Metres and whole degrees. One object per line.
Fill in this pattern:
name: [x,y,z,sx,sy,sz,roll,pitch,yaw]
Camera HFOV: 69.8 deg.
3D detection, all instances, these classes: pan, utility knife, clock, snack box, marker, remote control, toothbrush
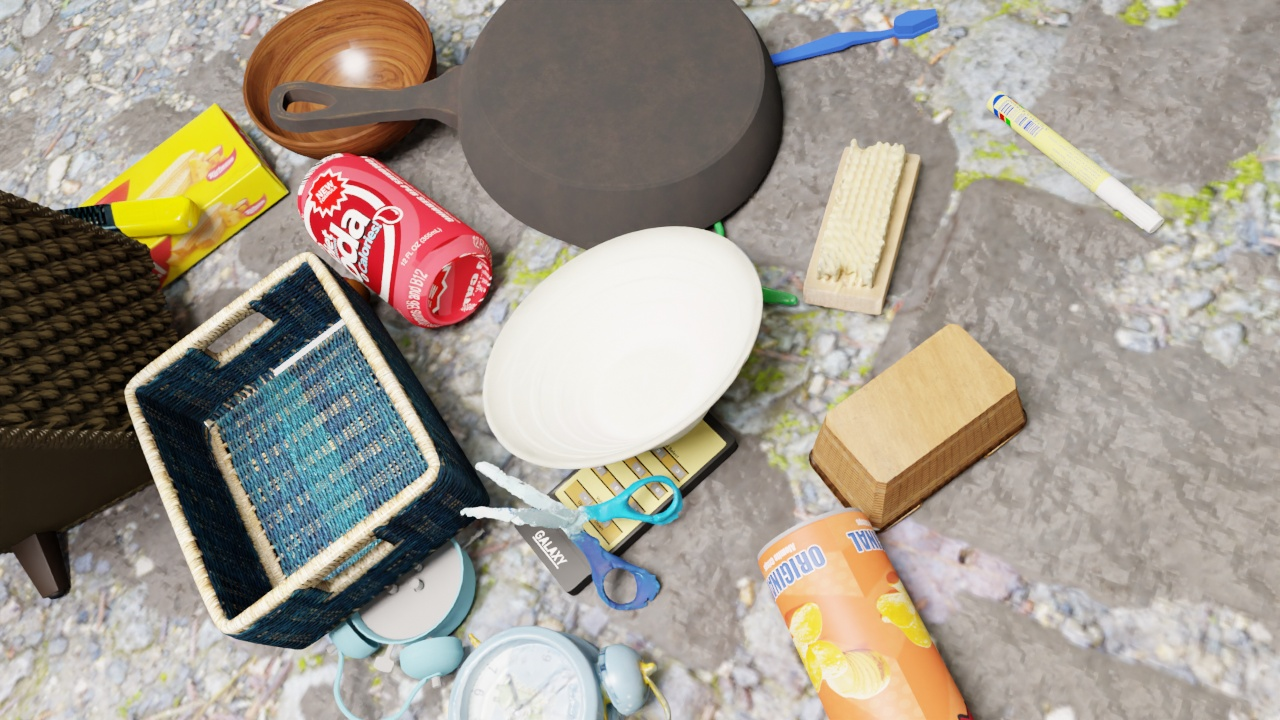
pan: [-0.079,-0.185,0.625,0.356,0.043,0.248,-1,68,0]
utility knife: [-0.411,-0.105,0.693,0.171,0.020,0.028,-1,64,13]
clock: [-0.141,0.149,0.536,0.087,0.042,0.123,10,67,19]
snack box: [-0.386,-0.108,0.724,0.200,0.042,0.092,-39,62,-5]
marker: [0.267,-0.125,0.570,0.014,0.014,0.132,-36,61,-3]
remote control: [-0.009,0.075,0.551,0.133,0.013,0.058,-42,62,-7]
toothbrush: [0.118,-0.222,0.658,0.187,0.011,0.016,-11,63,10]
clock: [-0.044,0.188,0.485,0.125,0.052,0.088,8,66,19]

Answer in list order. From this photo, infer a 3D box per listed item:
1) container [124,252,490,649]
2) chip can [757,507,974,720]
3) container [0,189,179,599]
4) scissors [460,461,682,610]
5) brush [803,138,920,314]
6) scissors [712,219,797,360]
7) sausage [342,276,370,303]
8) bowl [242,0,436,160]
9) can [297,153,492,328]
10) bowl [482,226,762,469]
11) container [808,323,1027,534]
container: [-0.195,0.050,0.535,0.145,0.071,0.187,-38,61,-2]
chip can: [0.127,0.178,0.437,0.062,0.062,0.210,-25,61,3]
container: [-0.396,0.029,0.506,0.176,0.321,0.205,-29,84,0]
scissors: [-0.041,0.100,0.505,0.135,0.016,0.086,10,89,-22]
brush: [0.139,-0.088,0.573,0.049,0.039,0.117,12,68,21]
scissors: [0.035,-0.045,0.596,0.119,0.012,0.128,-26,60,4]
sausage: [-0.217,0.013,0.623,0.040,0.040,0.155,-1,65,15]
bowl: [-0.220,-0.205,0.708,0.147,0.069,0.147,-4,65,8]
can: [-0.170,-0.084,0.636,0.142,0.074,0.074,36,79,27]
bowl: [-0.003,0.003,0.544,0.177,0.058,0.176,-17,45,18]
container: [0.151,0.034,0.499,0.114,0.061,0.063,-36,61,-3]
